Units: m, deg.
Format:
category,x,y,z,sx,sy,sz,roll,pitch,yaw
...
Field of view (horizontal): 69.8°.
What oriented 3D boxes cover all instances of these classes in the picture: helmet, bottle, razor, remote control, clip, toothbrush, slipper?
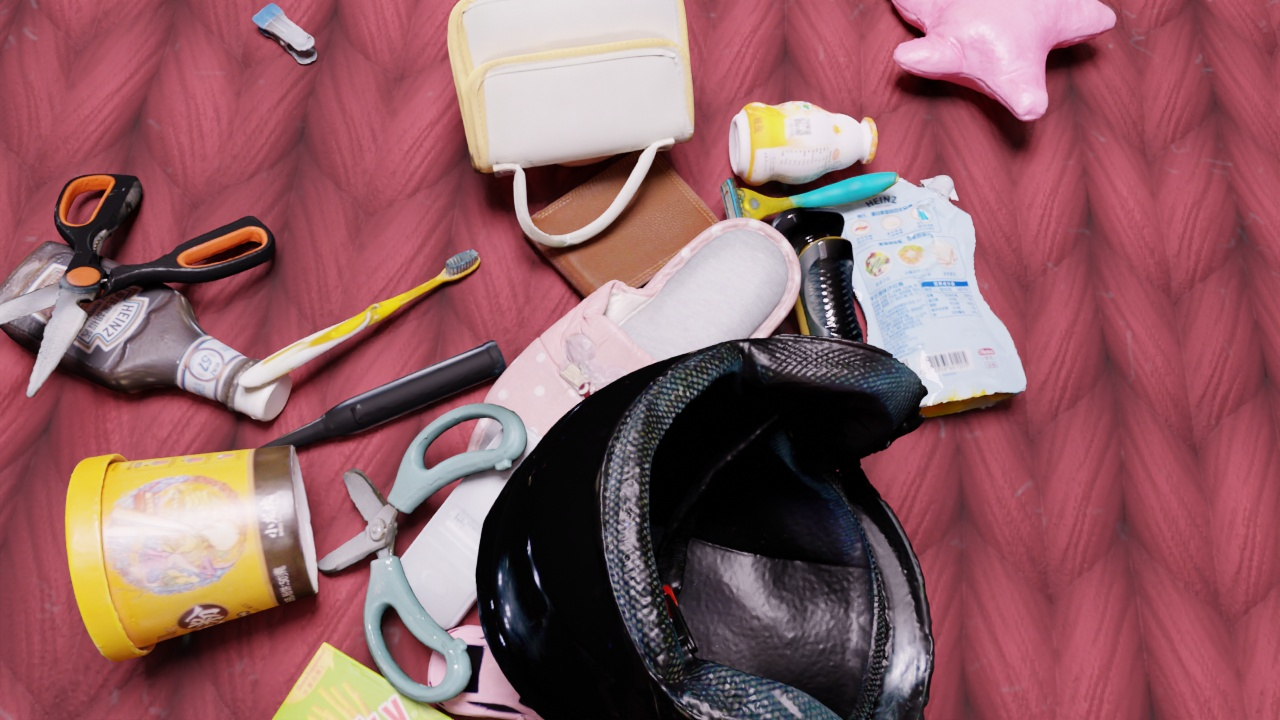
category,x,y,z,sx,sy,sz,roll,pitch,yaw
helmet,0.047,0.121,0.506,0.274,0.231,0.232,43,51,-34
bottle,0.125,-0.167,0.707,0.108,0.063,0.063,-3,69,-6
razor,0.128,-0.124,0.689,0.132,0.028,0.043,-11,75,-3
bottle,-0.332,-0.013,0.621,0.195,0.044,0.079,24,62,3
remote control,-0.101,0.105,0.585,0.056,0.020,0.136,38,92,11
clip,-0.282,-0.261,0.735,0.058,0.036,0.025,38,69,13
razor,0.133,-0.028,0.663,0.062,0.068,0.167,-4,78,-28
toothbrush,-0.193,0.037,0.622,0.212,0.027,0.026,-23,104,-13
toothbrush,-0.188,-0.032,0.633,0.190,0.018,0.016,-34,70,-30
slipper,-0.004,0.004,0.615,0.274,0.054,0.114,-40,79,-5

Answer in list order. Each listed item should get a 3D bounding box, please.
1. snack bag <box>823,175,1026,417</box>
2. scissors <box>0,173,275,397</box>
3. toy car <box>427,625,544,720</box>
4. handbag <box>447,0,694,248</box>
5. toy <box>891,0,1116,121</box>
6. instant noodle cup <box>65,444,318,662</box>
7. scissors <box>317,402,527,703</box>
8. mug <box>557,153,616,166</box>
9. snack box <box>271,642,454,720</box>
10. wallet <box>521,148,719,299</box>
category,x,y,z,sx,sy,sz,roll,pitch,yaw
snack bag,0.206,-0.053,0.682,0.110,0.039,0.190,-15,68,9
scissors,-0.355,-0.061,0.608,0.220,0.022,0.228,-17,50,-33
toy car,-0.069,0.195,0.567,0.122,0.037,0.056,8,70,-3
handbag,-0.042,-0.172,0.640,0.163,0.063,0.179,-11,100,-8
toy,0.290,-0.288,0.765,0.178,0.075,0.194,32,66,19
instant noodle cup,-0.259,0.106,0.547,0.114,0.119,0.118,-10,70,-18
scissors,-0.123,0.108,0.564,0.170,0.019,0.171,-43,60,9
mug,-0.058,-0.206,0.705,0.106,0.082,0.114,-18,101,-10
snack box,-0.147,0.245,0.546,0.156,0.026,0.085,29,69,7
wallet,-0.011,-0.097,0.688,0.124,0.032,0.101,-35,73,-17
